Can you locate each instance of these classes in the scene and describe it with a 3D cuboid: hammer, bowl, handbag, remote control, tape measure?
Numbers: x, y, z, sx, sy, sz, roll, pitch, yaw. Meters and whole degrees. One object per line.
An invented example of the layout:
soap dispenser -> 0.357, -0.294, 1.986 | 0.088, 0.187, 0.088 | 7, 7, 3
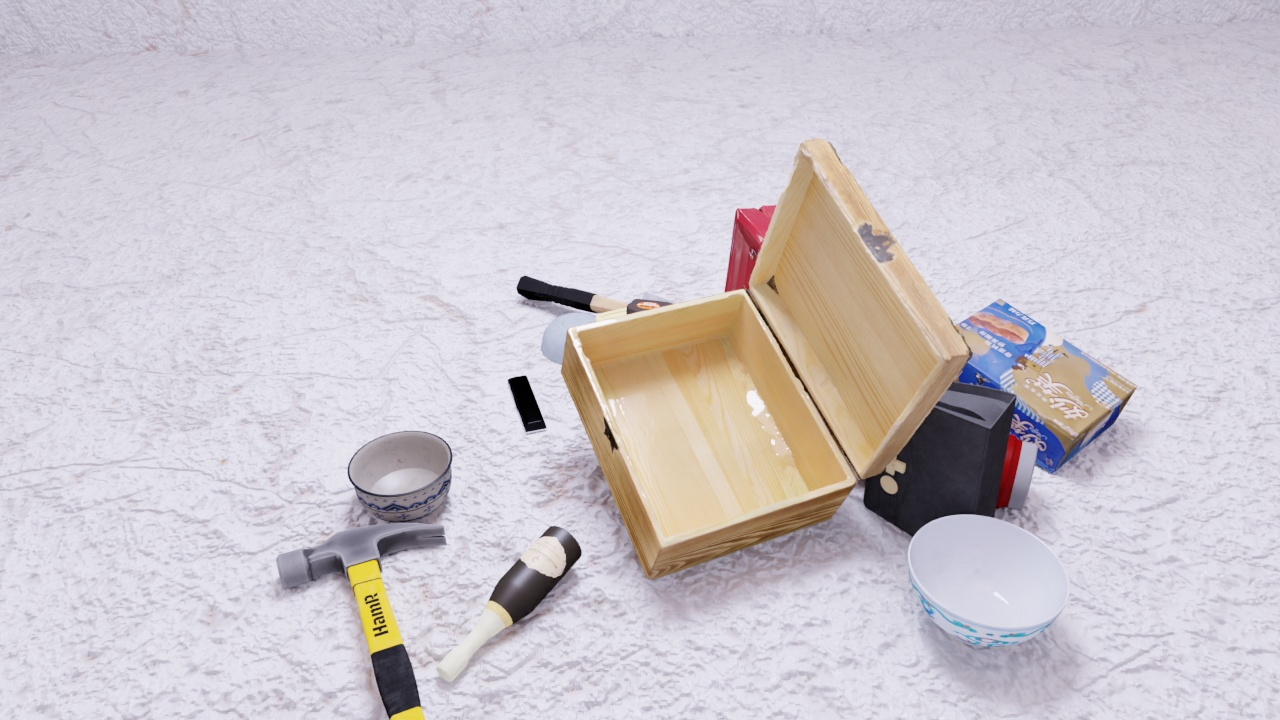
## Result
hammer -> -0.239, 0.256, 0.864 | 0.169, 0.034, 0.324 | -14, 30, -21
bowl -> -0.268, 0.138, 1.043 | 0.115, 0.059, 0.115 | -1, 33, 0
hammer -> -0.052, -0.080, 1.347 | 0.329, 0.131, 0.039 | 15, 81, 35
handbag -> 0.281, 0.097, 0.989 | 0.196, 0.176, 0.072 | 20, 38, 34
bowl -> -0.092, -0.038, 1.324 | 0.106, 0.039, 0.106 | -1, 33, 0
bowl -> 0.325, 0.224, 0.879 | 0.144, 0.074, 0.143 | -1, 33, 0
remote control -> -0.151, 0.055, 1.210 | 0.028, 0.012, 0.124 | -11, 34, -14
tape measure -> 0.011, -0.051, 1.152 | 0.058, 0.038, 0.058 | 6, 20, 10

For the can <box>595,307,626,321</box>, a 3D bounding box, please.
can -> -0.007, 0.007, 1.193 | 0.075, 0.104, 0.135 | -14, 36, -19

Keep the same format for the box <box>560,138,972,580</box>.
box -> 0.112, 0.000, 0.930 | 0.285, 0.337, 0.279 | -13, 58, -21

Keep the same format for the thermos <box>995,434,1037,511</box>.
thermos -> 0.340, 0.097, 1.043 | 0.199, 0.108, 0.083 | 13, 20, 21

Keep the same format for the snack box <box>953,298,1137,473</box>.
snack box -> 0.481, 0.026, 1.149 | 0.154, 0.069, 0.203 | -26, 52, -31

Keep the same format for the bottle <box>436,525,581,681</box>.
bottle -> -0.130, 0.239, 0.900 | 0.045, 0.045, 0.184 | 21, 46, 29

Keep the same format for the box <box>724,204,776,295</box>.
box -> 0.186, -0.129, 1.303 | 0.097, 0.158, 0.129 | -2, 34, -11
